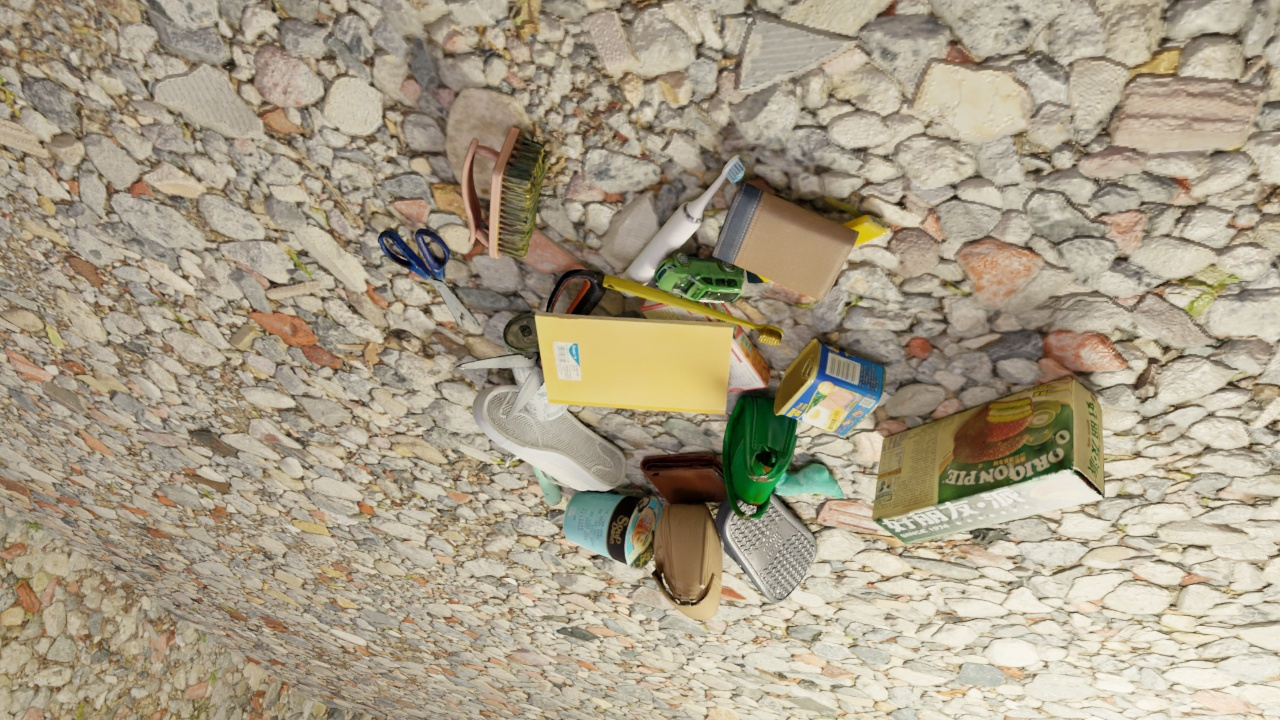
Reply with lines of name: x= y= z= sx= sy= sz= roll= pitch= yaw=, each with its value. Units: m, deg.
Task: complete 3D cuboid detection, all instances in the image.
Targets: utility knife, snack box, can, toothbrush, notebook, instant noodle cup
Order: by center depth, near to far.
utility knife: x=0.159 y=-0.103 z=0.854 sx=0.154 sy=0.015 sz=0.033 roll=-19 pitch=136 yaw=40
toothbrush: x=0.036 y=-0.124 z=0.870 sx=0.026 sy=0.026 sz=0.222 roll=58 pitch=143 yaw=9
toothbrush: x=0.053 y=-0.050 z=0.924 sx=0.190 sy=0.016 sz=0.016 roll=18 pitch=144 yaw=-1
snack box: x=0.361 y=0.111 z=0.971 sx=0.063 sy=0.114 sz=0.241 roll=36 pitch=141 yaw=-23
can: x=0.203 y=0.032 z=0.984 sx=0.083 sy=0.057 sz=0.102 roll=20 pitch=146 yaw=-7
snack box: x=0.073 y=-0.021 z=0.995 sx=0.077 sy=0.027 sz=0.156 roll=-10 pitch=136 yaw=34
notebook: x=-0.006 y=0.006 z=0.997 sx=0.206 sy=0.010 sz=0.146 roll=3 pitch=138 yaw=5
can: x=-0.124 y=0.010 z=1.099 sx=0.058 sy=0.058 sz=0.147 roll=9 pitch=144 yaw=13
toothbrush: x=-0.146 y=0.146 z=1.322 sx=0.027 sy=0.026 sz=0.225 roll=28 pitch=151 yaw=26
instant noodle cup: x=-0.045 y=0.240 z=1.351 sx=0.121 sy=0.111 sz=0.111 roll=9 pitch=145 yaw=28

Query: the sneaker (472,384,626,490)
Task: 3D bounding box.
sneaker: x=-0.133 y=0.106 z=1.219 sx=0.242 sy=0.089 sz=0.091 roll=34 pitch=147 yaw=-32

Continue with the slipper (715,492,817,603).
slipper: x=0.163 y=0.239 z=1.267 sx=0.083 sy=0.110 sz=0.268 roll=37 pitch=168 yaw=44

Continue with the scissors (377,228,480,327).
scissors: x=-0.241 y=-0.092 z=1.051 sx=0.140 sy=0.012 sz=0.171 roll=18 pitch=146 yaw=-3

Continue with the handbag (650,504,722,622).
handbag: x=0.066 y=0.281 z=1.286 sx=0.100 sy=0.147 sz=0.204 roll=-3 pitch=157 yaw=10

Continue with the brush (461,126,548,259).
brush: x=-0.134 y=-0.152 z=0.878 sx=0.073 sy=0.063 sz=0.146 roll=15 pitch=147 yaw=-3

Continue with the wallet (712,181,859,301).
wallet: x=0.129 y=-0.107 z=0.828 sx=0.115 sy=0.033 sz=0.090 roll=24 pitch=140 yaw=6

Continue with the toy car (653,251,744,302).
toy car: x=0.058 y=-0.080 z=0.899 sx=0.091 sy=0.036 sz=0.043 roll=7 pitch=151 yaw=-19

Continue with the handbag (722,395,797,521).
handbag: x=0.135 y=0.110 z=1.068 sx=0.068 sy=0.120 sz=0.132 roll=12 pitch=144 yaw=-2

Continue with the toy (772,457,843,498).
toy: x=0.201 y=0.151 z=1.173 sx=0.092 sy=0.030 sz=0.096 roll=-15 pitch=128 yaw=35

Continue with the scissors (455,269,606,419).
scissors: x=-0.085 y=-0.009 z=1.022 sx=0.234 sy=0.021 sz=0.221 roll=4 pitch=130 yaw=-17

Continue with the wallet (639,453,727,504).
wallet: x=0.071 y=0.166 z=1.251 sx=0.125 sy=0.032 sz=0.101 roll=-8 pitch=141 yaw=34
